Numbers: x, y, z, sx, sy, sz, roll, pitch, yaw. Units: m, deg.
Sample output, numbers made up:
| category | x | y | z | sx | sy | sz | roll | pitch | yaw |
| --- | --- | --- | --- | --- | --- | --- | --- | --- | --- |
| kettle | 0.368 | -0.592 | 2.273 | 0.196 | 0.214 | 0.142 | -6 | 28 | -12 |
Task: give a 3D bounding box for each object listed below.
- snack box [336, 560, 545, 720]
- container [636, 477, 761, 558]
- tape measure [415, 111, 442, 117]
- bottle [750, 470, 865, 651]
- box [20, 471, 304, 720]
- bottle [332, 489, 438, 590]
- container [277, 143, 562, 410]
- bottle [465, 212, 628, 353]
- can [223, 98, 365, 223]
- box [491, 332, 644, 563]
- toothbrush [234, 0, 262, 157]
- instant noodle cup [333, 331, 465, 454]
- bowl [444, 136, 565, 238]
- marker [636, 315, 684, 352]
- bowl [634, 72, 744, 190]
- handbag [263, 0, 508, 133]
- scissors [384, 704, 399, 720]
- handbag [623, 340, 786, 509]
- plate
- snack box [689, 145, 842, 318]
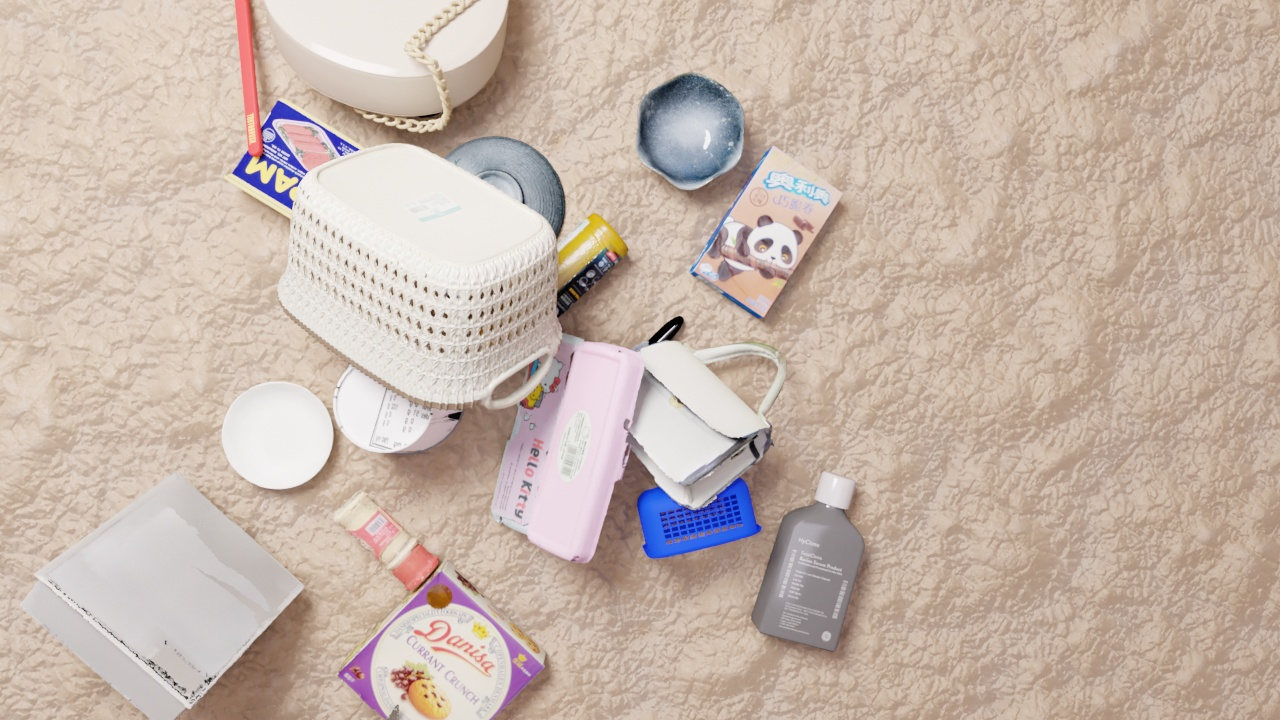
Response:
| category | x | y | z | sx | sy | sz | roll | pitch | yaw |
| --- | --- | --- | --- | --- | --- | --- | --- | --- | --- |
| snack box | -0.196 | 0.301 | 0.913 | 0.143 | 0.040 | 0.148 | 45 | 88 | -6 |
| container | 0.053 | 0.149 | 0.905 | 0.114 | 0.096 | 0.058 | -13 | 89 | -5 |
| tape measure | -0.211 | -0.265 | 0.887 | 0.061 | 0.034 | 0.061 | -41 | 89 | -16 |
| bottle | 0.180 | 0.201 | 0.943 | 0.083 | 0.046 | 0.174 | 16 | 91 | -6 |
| box | -0.492 | 0.264 | 0.931 | 0.167 | 0.424 | 0.173 | 45 | 52 | -6 |
| bottle | -0.250 | 0.176 | 0.902 | 0.109 | 0.044 | 0.044 | 45 | 88 | -6 |
| container | -0.186 | -0.078 | 0.791 | 0.246 | 0.184 | 0.143 | 31 | 131 | 19 |
| bottle | -0.096 | -0.064 | 0.899 | 0.186 | 0.053 | 0.053 | -43 | 96 | -2 |
| can | -0.315 | -0.179 | 0.871 | 0.116 | 0.056 | 0.092 | 31 | 88 | -6 |
| box | -0.077 | 0.076 | 0.870 | 0.153 | 0.038 | 0.201 | 15 | 90 | 38 |
| toothbrush | -0.368 | -0.288 | 0.850 | 0.012 | 0.018 | 0.212 | -12 | 77 | 8 |
| instant noodle cup | -0.229 | 0.035 | 0.856 | 0.123 | 0.122 | 0.123 | 0 | 93 | -6 |
| bowl | -0.141 | -0.154 | 0.889 | 0.137 | 0.057 | 0.137 | 0 | 93 | -6 |
| marker | -0.005 | 0.005 | 0.927 | 0.138 | 0.022 | 0.016 | -46 | 100 | -3 |
| bowl | 0.046 | -0.222 | 0.905 | 0.110 | 0.055 | 0.110 | 0 | 93 | -6 |
| handbag | -0.225 | -0.332 | 0.829 | 0.210 | 0.103 | 0.208 | 15 | 69 | -6 |
| scissors | -0.278 | 0.427 | 0.910 | 0.202 | 0.015 | 0.203 | -7 | 102 | 11 |
| handbag | 0.065 | 0.034 | 0.878 | 0.175 | 0.074 | 0.151 | -34 | 56 | -14 |
| plate | -0.350 | 0.072 | 0.895 | 0.104 | 0.026 | 0.104 | 0 | 93 | -5 |
| snack box | 0.126 | -0.129 | 0.927 | 0.087 | 0.034 | 0.151 | 33 | 89 | -6 |
